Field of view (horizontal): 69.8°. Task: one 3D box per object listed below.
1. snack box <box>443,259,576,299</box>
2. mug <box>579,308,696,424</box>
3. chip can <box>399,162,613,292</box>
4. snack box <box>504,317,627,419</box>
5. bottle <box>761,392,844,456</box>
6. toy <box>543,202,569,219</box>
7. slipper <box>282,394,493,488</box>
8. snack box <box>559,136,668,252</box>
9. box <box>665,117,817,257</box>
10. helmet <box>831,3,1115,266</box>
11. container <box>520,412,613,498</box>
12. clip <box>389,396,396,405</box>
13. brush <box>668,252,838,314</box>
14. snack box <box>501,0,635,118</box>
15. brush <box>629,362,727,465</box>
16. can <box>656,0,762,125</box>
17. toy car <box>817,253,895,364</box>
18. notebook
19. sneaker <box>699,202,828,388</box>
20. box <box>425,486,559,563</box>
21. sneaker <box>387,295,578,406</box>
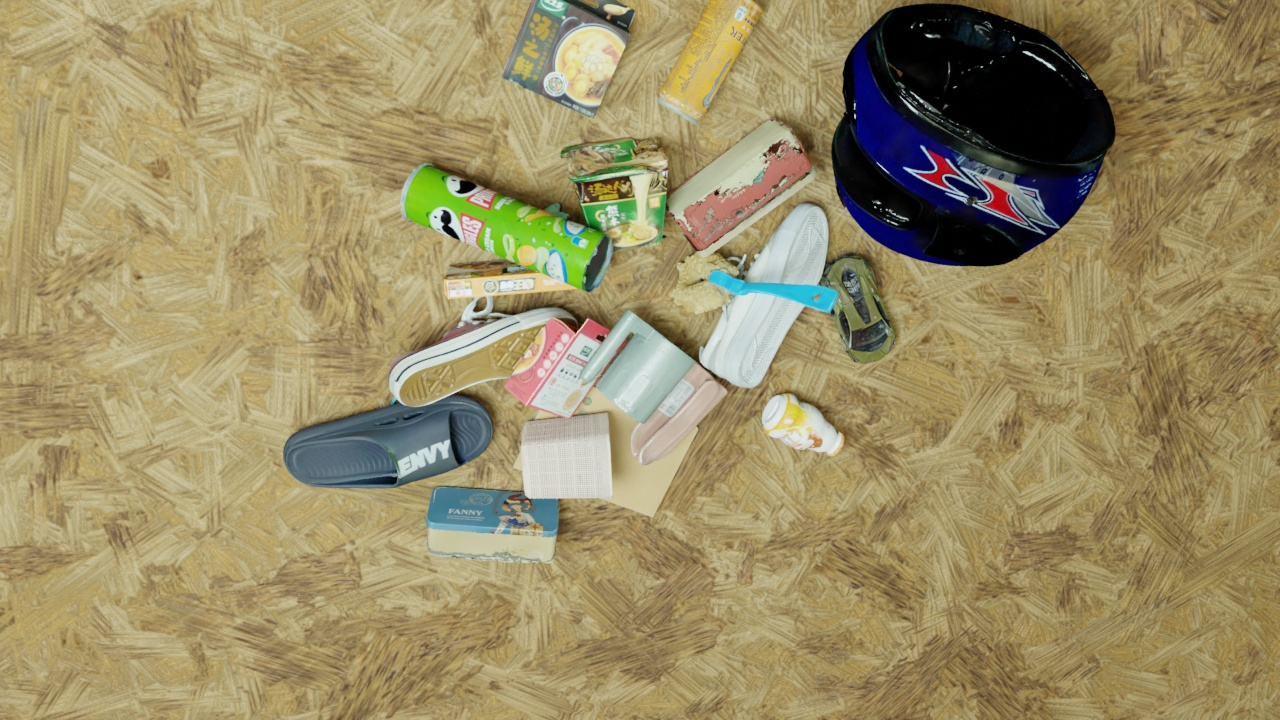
[{"bbox_3d":[-0.153,-0.100,1.092,0.153,0.075,0.026,-5,111,-5],"label":"snack box"},{"bbox_3d":[-0.007,0.007,1.129,0.124,0.083,0.103,35,95,-40],"label":"mug"},{"bbox_3d":[-0.150,-0.150,1.032,0.236,0.072,0.072,23,107,11],"label":"chip can"},{"bbox_3d":[-0.090,0.002,1.116,0.044,0.113,0.127,38,94,26],"label":"snack box"},{"bbox_3d":[0.216,0.088,1.211,0.108,0.063,0.063,28,104,-15],"label":"bottle"},{"bbox_3d":[-0.118,-0.148,1.085,0.092,0.096,0.030,-47,136,-7],"label":"toy"},{"bbox_3d":[-0.314,0.121,1.143,0.268,0.083,0.111,-11,126,0],"label":"slipper"},{"bbox_3d":[-0.026,-0.188,1.063,0.117,0.118,0.106,-9,121,-4],"label":"snack box"},{"bbox_3d":[0.110,-0.208,1.073,0.168,0.091,0.080,-36,117,7],"label":"box"},{"bbox_3d":[0.332,-0.229,1.012,0.315,0.246,0.241,11,152,-16],"label":"helmet"},{"bbox_3d":[-0.093,0.123,1.166,0.111,0.089,0.090,-3,110,-3],"label":"container"},{"bbox_3d":[-0.312,0.064,1.168,0.043,0.014,0.056,27,107,-14],"label":"clip"},{"bbox_3d":[0.124,-0.084,1.054,0.046,0.255,0.083,33,79,-36],"label":"brush"},{"bbox_3d":[-0.079,-0.354,1.026,0.113,0.053,0.126,21,111,-14],"label":"snack box"},{"bbox_3d":[0.042,0.073,1.174,0.063,0.073,0.146,41,94,-16],"label":"brush"},{"bbox_3d":[0.077,-0.345,1.039,0.058,0.058,0.146,27,105,-15],"label":"can"},{"bbox_3d":[0.281,-0.063,1.177,0.070,0.042,0.158,-27,113,4],"label":"toy car"},{"bbox_3d":[-0.046,0.115,1.220,0.207,0.008,0.148,21,106,-14],"label":"notebook"},{"bbox_3d":[0.149,-0.087,1.140,0.089,0.091,0.242,30,86,-46],"label":"sneaker"},{"bbox_3d":[-0.197,0.213,1.196,0.184,0.089,0.059,6,115,-10],"label":"box"},{"bbox_3d":[-0.194,-0.022,1.107,0.240,0.088,0.118,-21,140,-23],"label":"sneaker"}]
